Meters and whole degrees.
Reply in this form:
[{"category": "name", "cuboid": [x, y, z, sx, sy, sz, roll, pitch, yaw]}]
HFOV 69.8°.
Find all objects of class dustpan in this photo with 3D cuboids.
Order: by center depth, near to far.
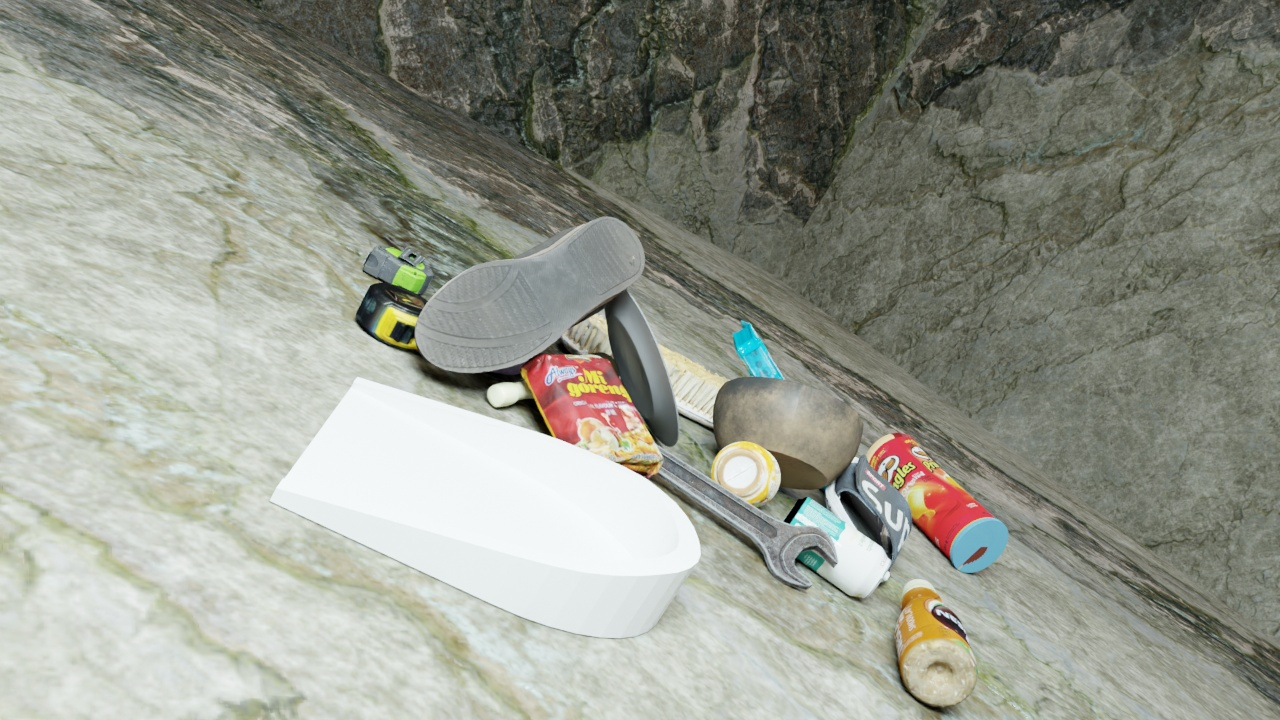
[{"category": "dustpan", "cuboid": [-0.084, 0.086, 0.611, 0.257, 0.053, 0.191, 29, 13, -12]}]

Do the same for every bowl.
[{"category": "bowl", "cuboid": [0.152, 0.084, 0.987, 0.162, 0.070, 0.162, 16, -22, 7]}]

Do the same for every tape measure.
[{"category": "tape measure", "cuboid": [-0.212, -0.039, 0.813, 0.071, 0.042, 0.072, 43, 19, 29]}, {"category": "tape measure", "cuboid": [-0.249, -0.098, 0.957, 0.065, 0.036, 0.058, 29, 13, -10]}]

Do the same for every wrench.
[{"category": "wrench", "cuboid": [0.056, 0.117, 0.837, 0.273, 0.010, 0.069, 32, 49, 10]}]

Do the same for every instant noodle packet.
[{"category": "instant noodle packet", "cuboid": [-0.041, 0.050, 0.808, 0.098, 0.040, 0.135, 3, 48, -46]}]

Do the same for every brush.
[{"category": "brush", "cuboid": [0.029, 0.018, 1.105, 0.271, 0.057, 0.083, 28, 14, -16]}]

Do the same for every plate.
[{"category": "plate", "cuboid": [-0.006, 0.005, 0.926, 0.012, 0.179, 0.178, -21, 34, -14]}]

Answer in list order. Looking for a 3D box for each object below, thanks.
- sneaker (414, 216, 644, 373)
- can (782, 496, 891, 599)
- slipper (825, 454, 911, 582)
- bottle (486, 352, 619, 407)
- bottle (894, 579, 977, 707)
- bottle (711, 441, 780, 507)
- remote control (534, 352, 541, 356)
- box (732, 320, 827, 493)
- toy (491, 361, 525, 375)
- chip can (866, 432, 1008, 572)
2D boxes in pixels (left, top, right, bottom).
[{"category": "sneaker", "cuboid": [-0.115, -0.051, 0.843, 0.234, 0.120, 0.095, -38, 99, -34]}, {"category": "can", "cuboid": [0.180, 0.177, 0.866, 0.101, 0.055, 0.054, 34, 14, 12]}, {"category": "slipper", "cuboid": [0.263, 0.161, 1.027, 0.111, 0.063, 0.263, 57, 15, 4]}, {"category": "bottle", "cuboid": [-0.083, 0.022, 0.871, 0.045, 0.045, 0.184, 36, 21, 20]}, {"category": "bottle", "cuboid": [0.250, 0.235, 0.797, 0.059, 0.059, 0.167, 33, 13, 5]}, {"category": "bottle", "cuboid": [0.109, 0.117, 0.917, 0.063, 0.063, 0.109, 37, 0, 21]}, {"category": "remote control", "cuboid": [-0.141, -0.028, 0.981, 0.047, 0.022, 0.150, 23, 17, -33]}, {"category": "box", "cuboid": [0.190, 0.051, 1.192, 0.227, 0.039, 0.181, 57, 9, -10]}, {"category": "toy", "cuboid": [-0.140, -0.018, 0.891, 0.080, 0.037, 0.099, 17, 27, -7]}, {"category": "chip can", "cuboid": [0.393, 0.187, 1.238, 0.087, 0.087, 0.213, 24, 16, -29]}]
